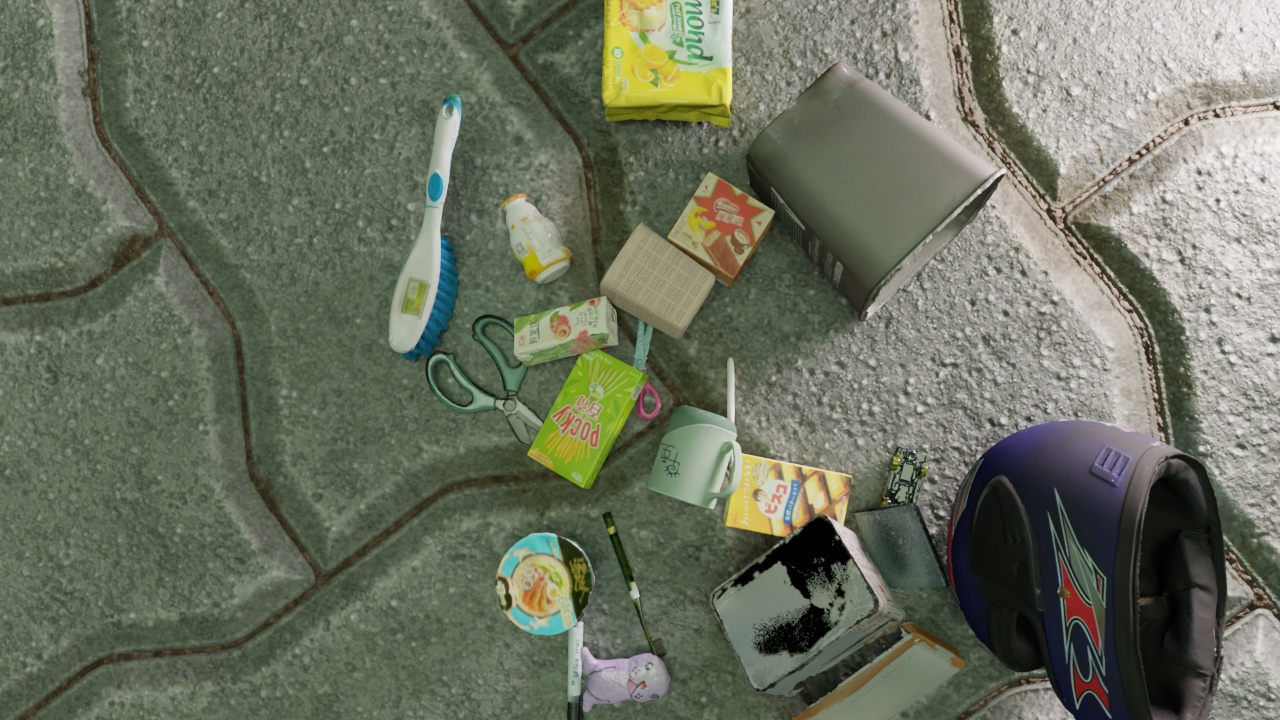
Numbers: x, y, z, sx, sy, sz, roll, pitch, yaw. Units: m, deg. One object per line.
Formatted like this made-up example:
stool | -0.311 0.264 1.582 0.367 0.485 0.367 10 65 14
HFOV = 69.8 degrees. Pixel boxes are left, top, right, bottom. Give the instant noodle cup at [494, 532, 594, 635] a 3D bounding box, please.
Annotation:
instant noodle cup | -0.103 0.249 1.064 0.111 0.120 0.111 0 86 3

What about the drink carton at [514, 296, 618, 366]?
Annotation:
drink carton | -0.090 -0.034 1.105 0.123 0.045 0.053 -14 61 16

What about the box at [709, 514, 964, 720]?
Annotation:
box | 0.217 0.300 1.043 0.181 0.157 0.217 -43 128 16

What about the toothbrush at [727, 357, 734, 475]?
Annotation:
toothbrush | 0.113 0.086 1.111 0.016 0.016 0.180 -1 87 -4

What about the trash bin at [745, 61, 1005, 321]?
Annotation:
trash bin | 0.249 -0.192 1.038 0.198 0.199 0.220 -44 78 0

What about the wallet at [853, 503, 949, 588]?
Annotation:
wallet | 0.294 0.212 1.041 0.019 0.121 0.097 -20 84 -22

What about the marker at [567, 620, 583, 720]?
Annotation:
marker | -0.077 0.376 1.106 0.022 0.018 0.130 3 86 -21

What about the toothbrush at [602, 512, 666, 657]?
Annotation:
toothbrush | -0.008 0.271 1.110 0.017 0.012 0.185 -20 85 -3

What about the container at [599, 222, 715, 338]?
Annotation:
container | 0.022 -0.090 1.091 0.111 0.090 0.090 32 82 3

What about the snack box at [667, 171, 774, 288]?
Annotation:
snack box | 0.095 -0.155 1.097 0.093 0.077 0.094 33 89 6

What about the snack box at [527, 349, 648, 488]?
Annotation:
snack box | -0.064 0.067 1.111 0.086 0.026 0.156 28 89 21

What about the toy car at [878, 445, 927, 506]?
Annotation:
toy car | 0.308 0.148 1.082 0.042 0.035 0.090 15 88 7

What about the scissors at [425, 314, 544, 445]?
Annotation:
scissors | -0.169 0.021 1.134 0.179 0.019 0.161 35 85 0

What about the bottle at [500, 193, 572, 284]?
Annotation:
bottle | -0.130 -0.150 1.121 0.063 0.063 0.108 -30 85 2

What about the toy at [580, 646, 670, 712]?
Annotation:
toy | -0.018 0.375 1.088 0.108 0.039 0.084 -4 103 5

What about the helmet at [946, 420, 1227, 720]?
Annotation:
helmet | 0.447 0.221 0.961 0.247 0.241 0.315 12 78 -33

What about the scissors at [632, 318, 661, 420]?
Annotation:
scissors | -0.009 0.005 1.128 0.072 0.017 0.137 -1 82 14

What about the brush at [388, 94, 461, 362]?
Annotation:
brush | -0.248 -0.153 1.107 0.060 0.109 0.314 14 88 7

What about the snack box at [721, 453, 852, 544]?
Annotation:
snack box | 0.173 0.164 1.086 0.140 0.034 0.087 12 87 0

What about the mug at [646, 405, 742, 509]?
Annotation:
mug | 0.072 0.114 1.068 0.112 0.082 0.106 14 82 43

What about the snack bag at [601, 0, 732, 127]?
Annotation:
snack bag | 0.033 -0.406 1.123 0.158 0.068 0.246 1 86 5
